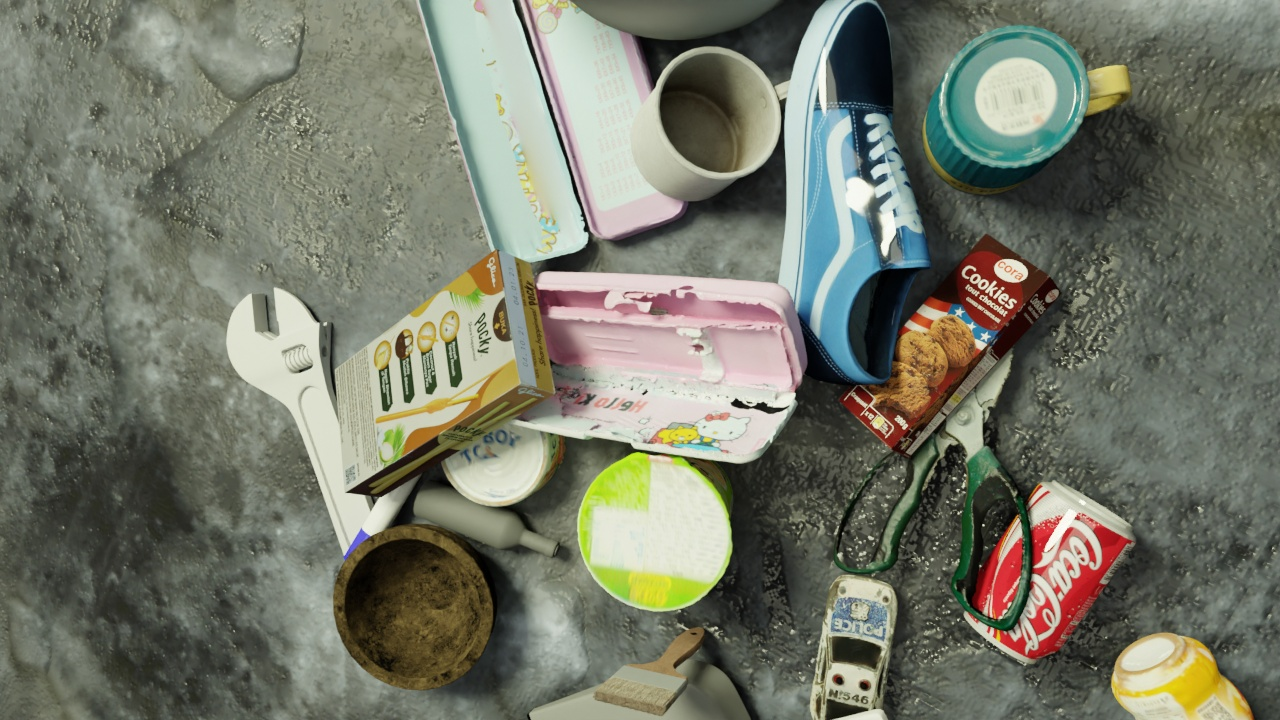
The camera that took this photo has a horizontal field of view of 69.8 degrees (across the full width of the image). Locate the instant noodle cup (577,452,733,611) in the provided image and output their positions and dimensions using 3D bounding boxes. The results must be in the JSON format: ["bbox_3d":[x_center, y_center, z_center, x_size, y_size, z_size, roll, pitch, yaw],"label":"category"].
[{"bbox_3d":[0.020,0.103,0.615,0.099,0.107,0.099,1,94,14],"label":"instant noodle cup"}]

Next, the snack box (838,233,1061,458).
[{"bbox_3d":[0.197,-0.008,0.591,0.141,0.031,0.051,-51,52,12],"label":"snack box"}]

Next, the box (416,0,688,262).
[{"bbox_3d":[-0.063,-0.183,0.647,0.150,0.049,0.214,-17,90,-6],"label":"box"}]

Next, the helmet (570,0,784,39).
[{"bbox_3d":[0.023,-0.262,0.587,0.271,0.118,0.183,-10,58,0],"label":"helmet"}]

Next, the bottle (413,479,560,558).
[{"bbox_3d":[-0.113,0.123,0.690,0.113,0.030,0.030,19,98,12],"label":"bottle"}]

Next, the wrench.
[{"bbox_3d":[-0.256,0.074,0.730,0.087,0.018,0.273,-19,90,14],"label":"wrench"}]

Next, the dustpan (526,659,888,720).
[{"bbox_3d":[0.054,0.288,0.647,0.258,0.033,0.163,-28,87,30],"label":"dustpan"}]

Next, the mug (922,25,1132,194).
[{"bbox_3d":[0.230,-0.151,0.547,0.114,0.107,0.083,-12,89,14],"label":"mug"}]

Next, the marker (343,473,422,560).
[{"bbox_3d":[-0.183,0.096,0.704,0.020,0.020,0.141,33,94,10],"label":"marker"}]

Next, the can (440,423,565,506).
[{"bbox_3d":[-0.102,0.062,0.676,0.086,0.043,0.086,1,95,12],"label":"can"}]

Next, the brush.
[{"bbox_3d":[0.019,0.199,0.604,0.045,0.143,0.008,5,94,22],"label":"brush"}]

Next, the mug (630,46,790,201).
[{"bbox_3d":[0.053,-0.156,0.602,0.113,0.071,0.084,-21,91,-16],"label":"mug"}]

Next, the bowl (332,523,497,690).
[{"bbox_3d":[-0.162,0.178,0.691,0.121,0.056,0.121,1,94,8],"label":"bowl"}]

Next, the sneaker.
[{"bbox_3d":[0.146,-0.101,0.567,0.098,0.083,0.241,17,107,48],"label":"sneaker"}]

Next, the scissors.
[{"bbox_3d":[0.188,0.065,0.608,0.147,0.015,0.209,-6,72,41],"label":"scissors"}]

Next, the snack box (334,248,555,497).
[{"bbox_3d":[-0.144,0.014,0.642,0.186,0.031,0.101,-30,60,31],"label":"snack box"}]

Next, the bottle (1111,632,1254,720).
[{"bbox_3d":[0.345,0.226,0.567,0.063,0.063,0.109,-37,87,13],"label":"bottle"}]

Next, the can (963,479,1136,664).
[{"bbox_3d":[0.256,0.133,0.581,0.064,0.064,0.105,32,100,10],"label":"can"}]

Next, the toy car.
[{"bbox_3d":[0.145,0.203,0.626,0.048,0.040,0.113,8,95,12],"label":"toy car"}]

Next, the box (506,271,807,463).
[{"bbox_3d":[-0.004,0.006,0.586,0.202,0.102,0.087,7,137,33],"label":"box"}]
